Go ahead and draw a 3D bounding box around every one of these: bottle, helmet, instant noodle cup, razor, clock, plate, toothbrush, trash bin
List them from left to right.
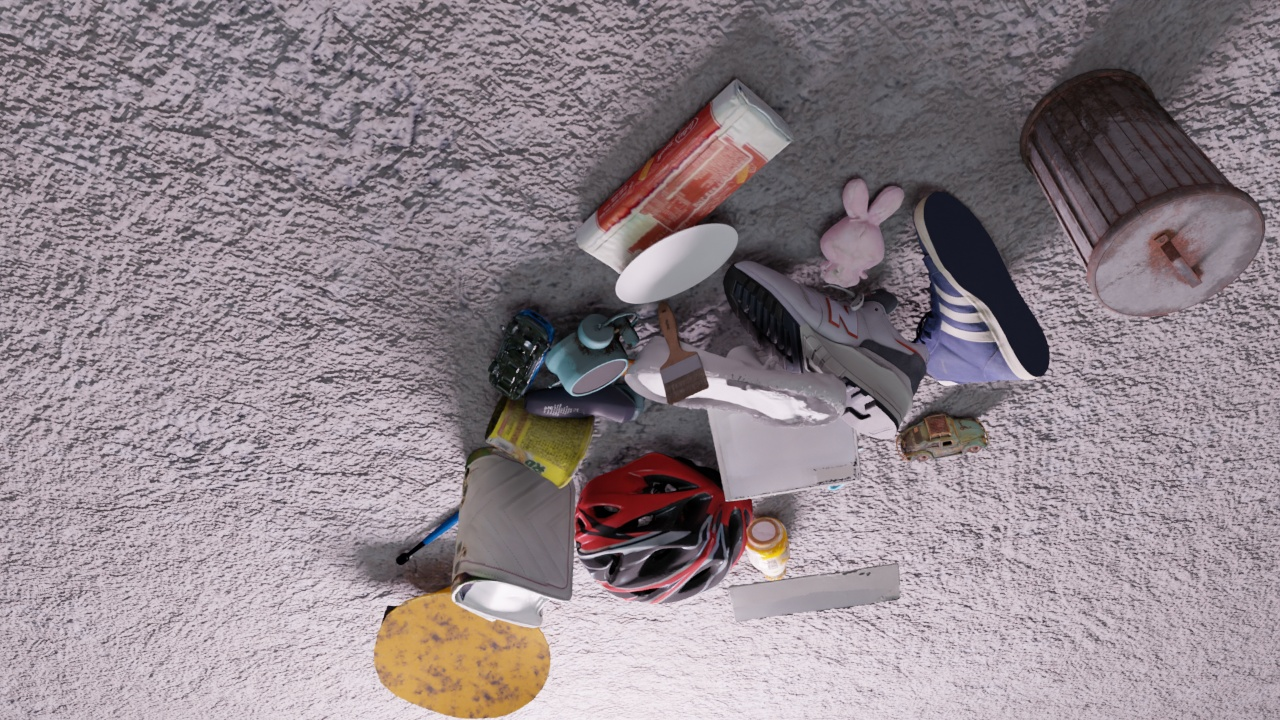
[{"bbox_3d":[-0.293,0.248,1.297,0.168,0.014,0.014,-38,92,27],"label":"toothbrush"},{"bbox_3d":[-0.260,0.417,1.389,0.255,0.131,0.205,9,104,-4],"label":"helmet"},{"bbox_3d":[-0.122,0.087,1.091,0.108,0.102,0.102,25,130,-15],"label":"instant noodle cup"},{"bbox_3d":[-0.065,0.049,1.063,0.142,0.052,0.047,-1,128,-25],"label":"razor"},{"bbox_3d":[-0.047,-0.011,1.000,0.124,0.053,0.089,-42,159,32],"label":"clock"},{"bbox_3d":[0.023,0.232,1.213,0.217,0.166,0.273,29,140,-24],"label":"helmet"},{"bbox_3d":[0.035,-0.100,0.924,0.134,0.011,0.135,-22,160,-9],"label":"plate"},{"bbox_3d":[0.184,0.273,1.314,0.063,0.063,0.108,-12,136,9],"label":"bottle"},{"bbox_3d":[0.424,-0.144,0.791,0.131,0.210,0.131,-1,136,-2],"label":"trash bin"}]

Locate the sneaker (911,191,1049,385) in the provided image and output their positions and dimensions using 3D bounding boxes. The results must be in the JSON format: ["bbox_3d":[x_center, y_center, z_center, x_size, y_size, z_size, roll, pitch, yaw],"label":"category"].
[{"bbox_3d":[0.318,-0.066,0.970,0.233,0.091,0.119,47,147,-18],"label":"sneaker"}]

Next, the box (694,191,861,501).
[{"bbox_3d":[0.159,-0.034,1.182,0.169,0.402,0.172,-9,135,7],"label":"box"}]

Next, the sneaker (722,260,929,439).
[{"bbox_3d":[0.206,-0.037,0.963,0.240,0.124,0.089,47,156,8],"label":"sneaker"}]

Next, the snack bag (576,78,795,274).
[{"bbox_3d":[0.037,-0.166,0.874,0.077,0.041,0.226,31,125,-30],"label":"snack bag"}]

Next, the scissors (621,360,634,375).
[{"bbox_3d":[-0.007,0.011,1.073,0.130,0.013,0.070,-9,134,6],"label":"scissors"}]

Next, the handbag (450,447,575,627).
[{"bbox_3d":[-0.163,0.220,1.147,0.142,0.198,0.096,24,131,-24],"label":"handbag"}]

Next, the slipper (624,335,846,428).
[{"bbox_3d":[0.100,0.020,0.961,0.247,0.074,0.112,10,168,36],"label":"slipper"}]

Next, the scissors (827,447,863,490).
[{"bbox_3d":[0.231,0.140,1.215,0.135,0.015,0.135,-10,139,18],"label":"scissors"}]

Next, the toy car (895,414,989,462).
[{"bbox_3d":[0.377,0.093,1.148,0.112,0.047,0.047,-11,140,8],"label":"toy car"}]

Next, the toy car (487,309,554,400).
[{"bbox_3d":[-0.131,-0.009,1.017,0.056,0.043,0.120,36,134,6],"label":"toy car"}]

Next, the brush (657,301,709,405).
[{"bbox_3d":[0.035,-0.014,0.954,0.045,0.143,0.008,-26,133,10],"label":"brush"}]

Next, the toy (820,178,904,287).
[{"bbox_3d":[0.217,-0.128,0.918,0.063,0.047,0.110,17,116,-7],"label":"toy"}]
